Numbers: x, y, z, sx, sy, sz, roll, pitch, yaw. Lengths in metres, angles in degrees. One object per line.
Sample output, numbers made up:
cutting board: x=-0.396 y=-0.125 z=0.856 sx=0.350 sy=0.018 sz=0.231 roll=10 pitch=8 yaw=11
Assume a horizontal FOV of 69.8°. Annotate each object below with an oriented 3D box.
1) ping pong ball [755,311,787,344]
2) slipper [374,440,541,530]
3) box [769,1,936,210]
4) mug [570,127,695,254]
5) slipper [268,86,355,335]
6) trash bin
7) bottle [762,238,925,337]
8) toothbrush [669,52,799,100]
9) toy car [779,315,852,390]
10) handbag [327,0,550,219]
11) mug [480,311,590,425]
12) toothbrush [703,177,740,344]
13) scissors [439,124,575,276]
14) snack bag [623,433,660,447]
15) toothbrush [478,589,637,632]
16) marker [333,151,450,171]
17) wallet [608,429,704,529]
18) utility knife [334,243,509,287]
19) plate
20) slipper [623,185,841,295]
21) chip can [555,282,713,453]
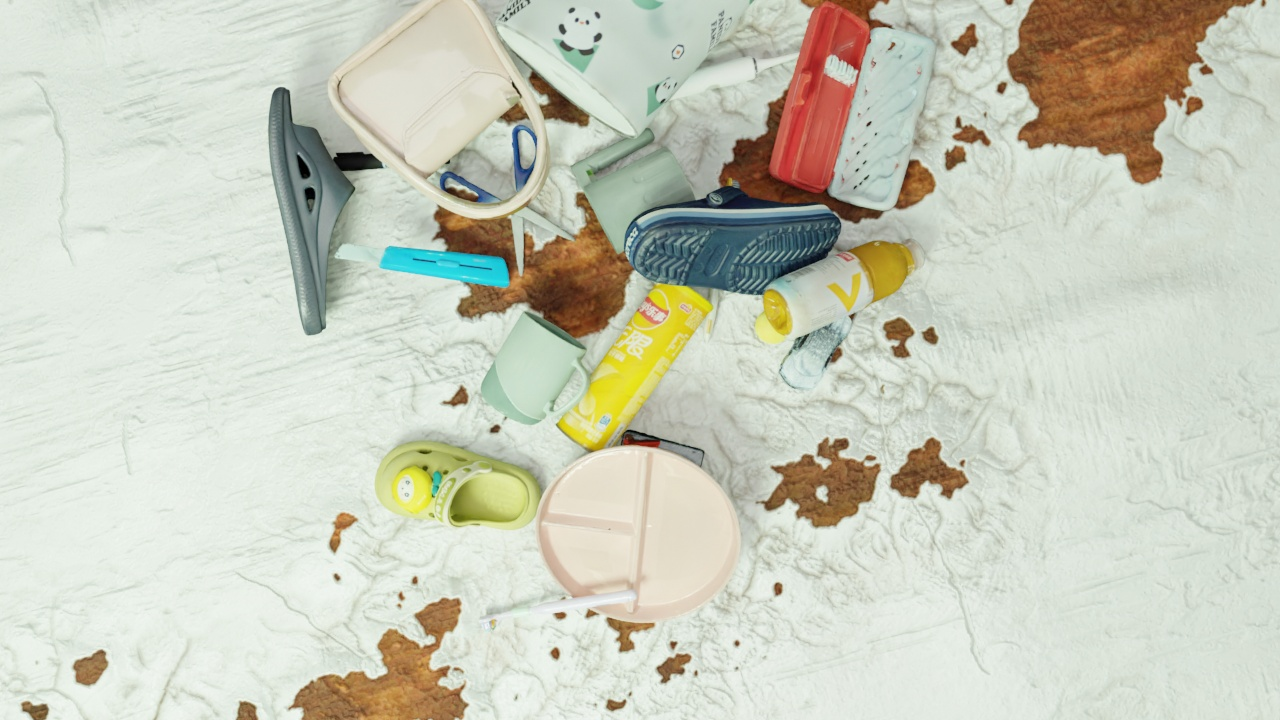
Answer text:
ping pong ball: x=0.150 y=-0.039 z=1.037 sx=0.040 sy=0.040 sz=0.040 roll=0 pitch=92 yaw=1
slipper: x=-0.207 y=0.145 z=1.032 sx=0.190 sy=0.081 sz=0.091 roll=11 pitch=90 yaw=-2
box: x=0.235 y=-0.280 z=1.024 sx=0.161 sy=0.060 sz=0.201 roll=15 pitch=92 yaw=-12
mug: x=-0.008 y=-0.194 z=1.020 sx=0.103 sy=0.084 sz=0.124 roll=-27 pitch=67 yaw=1
slipper: x=-0.358 y=-0.164 z=1.018 sx=0.083 sy=0.111 sz=0.268 roll=-8 pitch=98 yaw=-19
trash bin: x=-0.001 y=-0.382 z=0.931 sx=0.229 sy=0.229 sz=0.252 roll=36 pitch=93 yaw=-1
bottle: x=0.227 y=-0.086 z=1.008 sx=0.189 sy=0.068 sz=0.068 roll=-23 pitch=92 yaw=-17
toothbrush: x=0.098 y=-0.323 z=1.033 sx=0.221 sy=0.026 sz=0.026 roll=-14 pitch=101 yaw=1
toy car: x=0.199 y=-0.014 z=1.043 sx=0.049 sy=0.031 sz=0.105 roll=30 pitch=93 yaw=0
handbag: x=-0.199 y=-0.261 z=1.002 sx=0.193 sy=0.093 sz=0.234 roll=-41 pitch=90 yaw=-1
mug: x=-0.111 y=0.018 z=1.017 sx=0.112 sy=0.082 sz=0.106 roll=33 pitch=95 yaw=21
toothbrush: x=0.092 y=-0.113 z=1.048 sx=0.018 sy=0.016 sz=0.191 roll=8 pitch=92 yaw=-8
scissors: x=-0.150 y=-0.185 z=1.050 sx=0.162 sy=0.012 sz=0.176 roll=7 pitch=94 yaw=-1
snack bag: x=0.002 y=0.135 z=1.039 sx=0.045 sy=0.026 sz=0.105 roll=0 pitch=93 yaw=3
toothbrush: x=-0.094 y=0.284 z=1.048 sx=0.189 sy=0.029 sz=0.021 roll=-14 pitch=54 yaw=12
marker: x=-0.283 y=-0.230 z=1.046 sx=0.132 sy=0.020 sz=0.022 roll=-4 pitch=73 yaw=2
wallet: x=0.014 y=0.148 z=1.060 sx=0.097 sy=0.019 sz=0.121 roll=15 pitch=91 yaw=1
utility knife: x=-0.239 y=-0.108 z=1.019 sx=0.191 sy=0.018 sz=0.034 roll=5 pitch=86 yaw=-21
plate: x=-0.003 y=0.192 z=1.024 sx=0.229 sy=0.028 sz=0.230 roll=3 pitch=113 yaw=6
slipper: x=0.094 y=-0.135 z=0.996 sx=0.252 sy=0.105 sz=0.095 roll=-5 pitch=51 yaw=-25
chip can: x=-0.006 y=0.006 z=1.027 sx=0.072 sy=0.072 sz=0.213 roll=34 pitch=93 yaw=-1
